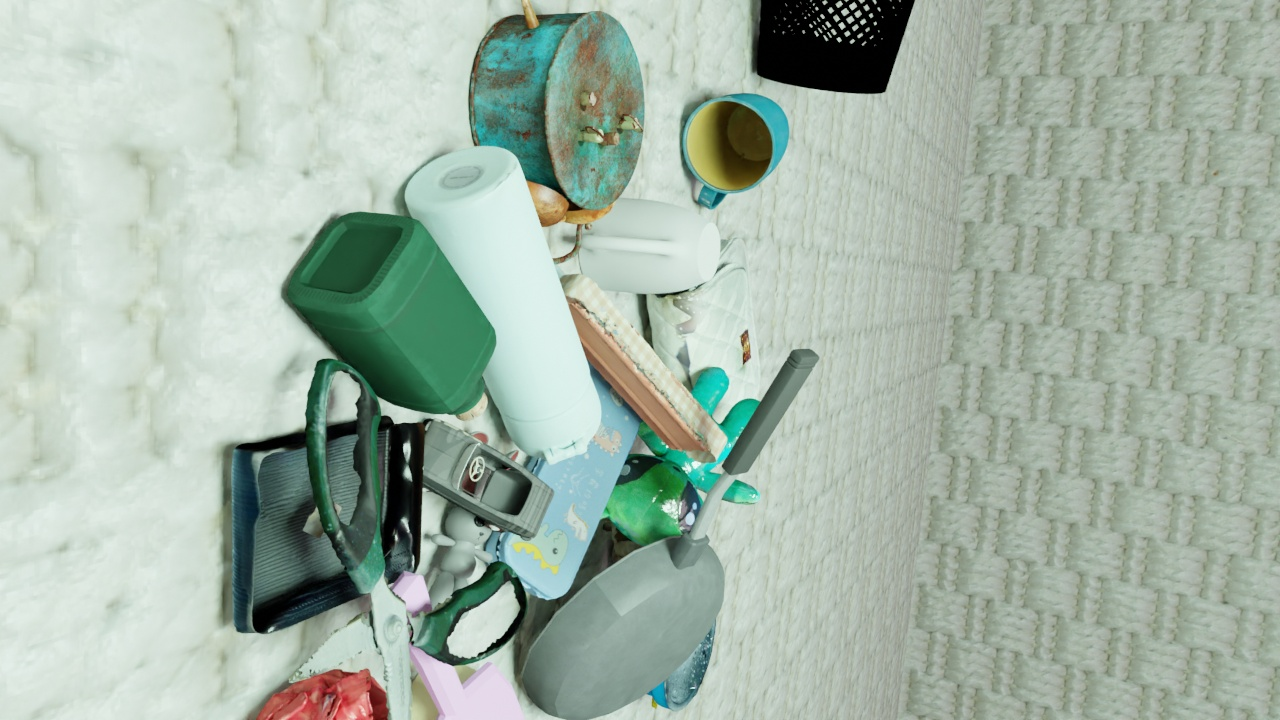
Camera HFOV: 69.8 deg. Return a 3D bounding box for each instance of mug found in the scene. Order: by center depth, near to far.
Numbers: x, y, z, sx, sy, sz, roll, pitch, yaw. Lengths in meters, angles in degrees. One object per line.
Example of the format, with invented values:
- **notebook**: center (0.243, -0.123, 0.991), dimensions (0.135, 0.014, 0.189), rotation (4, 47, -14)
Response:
- **mug**: center (0.002, -0.083, 0.670), dimensions (0.107, 0.089, 0.071), rotation (-9, 105, -63)
- **mug**: center (0.088, -0.192, 0.844), dimensions (0.112, 0.084, 0.104), rotation (-63, 171, 30)

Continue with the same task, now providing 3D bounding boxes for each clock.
- **clock**: center (-0.045, -0.138, 0.578), dimensions (0.121, 0.073, 0.158), rotation (-21, 117, -61)
- **clock**: center (0.030, 0.244, 0.861), dimensions (0.117, 0.060, 0.161), rotation (54, 48, -54)

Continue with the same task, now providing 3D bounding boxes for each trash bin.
- **trash bin**: center (0.196, -0.376, 0.900), dimensions (0.195, 0.196, 0.200), rotation (-37, 139, -56)

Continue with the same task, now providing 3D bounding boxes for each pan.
- **pan**: center (0.033, 0.140, 0.656), dimensions (0.178, 0.041, 0.358), rotation (-3, 129, -46)

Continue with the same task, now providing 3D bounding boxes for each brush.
- **brush**: center (-0.122, 0.209, 0.553), dimensions (0.089, 0.043, 0.229), rotation (-54, 143, -45)

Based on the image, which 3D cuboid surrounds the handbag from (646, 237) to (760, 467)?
- **handbag**: center (0.063, -0.011, 0.837), dimensions (0.138, 0.072, 0.195), rotation (-51, 141, -44)

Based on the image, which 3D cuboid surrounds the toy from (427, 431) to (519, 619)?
- **toy**: center (-0.106, 0.103, 0.570), dimensions (0.049, 0.030, 0.111), rotation (36, 59, -45)

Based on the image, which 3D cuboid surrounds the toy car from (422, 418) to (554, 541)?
- **toy car**: center (-0.093, 0.071, 0.542), dimensions (0.092, 0.037, 0.040), rotation (34, 61, -21)

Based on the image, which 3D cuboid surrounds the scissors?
- **scissors**: center (-0.114, 0.101, 0.478), dimensions (0.201, 0.015, 0.201), rotation (8, 75, -69)

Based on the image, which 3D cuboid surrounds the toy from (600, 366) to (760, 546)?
- **toy**: center (0.028, 0.089, 0.738), dimensions (0.192, 0.130, 0.073), rotation (-48, 175, -28)

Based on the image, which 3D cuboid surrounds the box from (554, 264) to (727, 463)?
- **box**: center (-0.007, 0.006, 0.649), dimensions (0.048, 0.085, 0.187), rotation (-51, 123, -17)

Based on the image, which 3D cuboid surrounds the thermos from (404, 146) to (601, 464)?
- **thermos**: center (-0.075, -0.024, 0.557), dimensions (0.078, 0.065, 0.207), rotation (-118, -171, -49)

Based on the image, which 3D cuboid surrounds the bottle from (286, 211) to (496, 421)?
- **bottle**: center (-0.116, -0.011, 0.479), dimensions (0.061, 0.061, 0.131), rotation (-65, 149, -27)

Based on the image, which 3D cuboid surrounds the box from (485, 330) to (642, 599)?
- **box**: center (-0.040, 0.069, 0.660), dimensions (0.066, 0.037, 0.209), rotation (39, 57, -21)

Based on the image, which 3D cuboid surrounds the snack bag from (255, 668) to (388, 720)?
- **snack bag**: center (-0.147, 0.240, 0.474), dimensions (0.082, 0.082, 0.177), rotation (-50, 139, -48)

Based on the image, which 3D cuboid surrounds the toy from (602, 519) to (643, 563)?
- **toy**: center (0.011, 0.154, 0.776), dimensions (0.106, 0.085, 0.074), rotation (52, 29, -44)

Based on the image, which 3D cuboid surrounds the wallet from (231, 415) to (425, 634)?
- **wallet**: center (-0.156, 0.077, 0.463), dimensions (0.114, 0.026, 0.089), rotation (-8, 104, -63)
